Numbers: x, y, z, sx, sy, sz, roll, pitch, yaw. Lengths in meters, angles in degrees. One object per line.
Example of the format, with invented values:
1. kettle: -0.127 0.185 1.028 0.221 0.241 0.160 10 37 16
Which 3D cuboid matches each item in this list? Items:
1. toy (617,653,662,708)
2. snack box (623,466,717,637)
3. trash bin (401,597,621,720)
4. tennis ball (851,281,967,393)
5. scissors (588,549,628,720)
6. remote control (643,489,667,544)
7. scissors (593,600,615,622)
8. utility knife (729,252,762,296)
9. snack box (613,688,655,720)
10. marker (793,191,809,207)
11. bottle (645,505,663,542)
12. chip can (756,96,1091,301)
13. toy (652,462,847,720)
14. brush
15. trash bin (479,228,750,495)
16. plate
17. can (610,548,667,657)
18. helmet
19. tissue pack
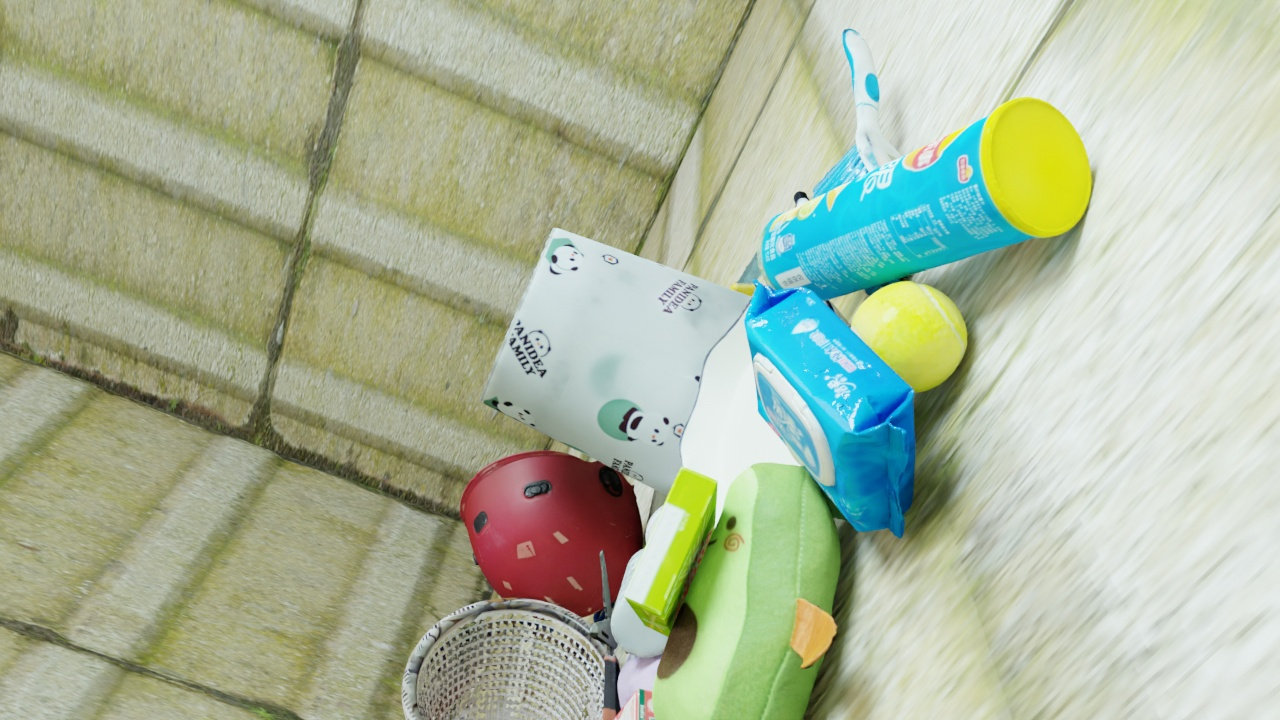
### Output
1. toy: 0.006 0.293 0.815 0.108 0.039 0.083 135 145 -56
2. snack box: 0.023 0.130 0.596 0.156 0.026 0.085 80 -147 -68
3. trash bin: -0.142 0.402 0.980 0.227 0.227 0.192 -79 1 -57
4. tennis ball: 0.155 -0.013 0.534 0.065 0.065 0.065 -160 92 -83
5. scissors: -0.024 0.270 0.875 0.188 0.015 0.226 -55 -36 -73
6. remote control: 0.030 0.143 1.070 0.058 0.021 0.150 121 161 -84
7. scissors: -0.024 0.278 1.178 0.162 0.012 0.176 -83 19 -61
8. utility knife: 0.097 -0.050 0.995 0.220 0.033 0.015 -61 19 25
9. snack box: -0.007 0.347 0.716 0.155 0.027 0.077 -89 21 -49
10. marker: 0.177 -0.156 0.981 0.130 0.018 0.023 -82 -9 -64
11. bottle: 0.045 0.182 0.758 0.196 0.068 0.068 -108 41 -75
12. chip can: 0.155 -0.084 0.547 0.211 0.071 0.071 -16 51 64
13. toy: 0.064 0.173 0.560 0.227 0.090 0.246 156 133 -69
14. brush: 0.180 -0.174 0.750 0.110 0.060 0.313 -56 22 30
15. trash bin: -0.005 0.005 0.895 0.229 0.252 0.229 -159 92 -83
16. plate: 0.099 0.042 0.701 0.205 0.045 0.204 -48 32 43
17. can: 0.009 0.219 0.851 0.146 0.058 0.058 -49 -18 -83
18. helmet: -0.096 0.218 1.075 0.207 0.240 0.143 -31 51 11
19. tissue pack: 0.105 0.024 0.533 0.157 0.052 0.095 -124 12 -48
